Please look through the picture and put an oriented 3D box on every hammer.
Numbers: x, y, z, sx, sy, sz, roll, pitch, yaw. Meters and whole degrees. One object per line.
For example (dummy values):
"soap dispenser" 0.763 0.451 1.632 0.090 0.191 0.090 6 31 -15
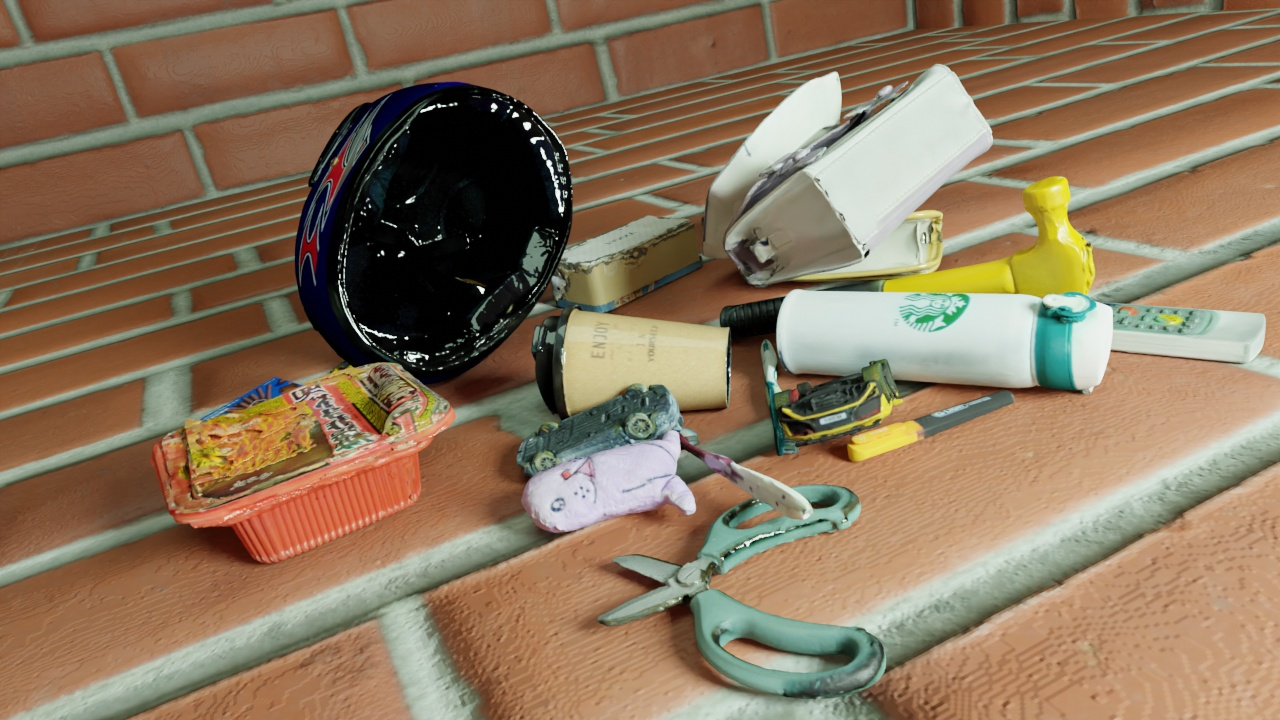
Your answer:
"hammer" 0.194 -0.049 0.721 0.302 0.129 0.032 -8 20 39

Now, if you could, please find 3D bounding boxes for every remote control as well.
"remote control" 0.371 -0.023 0.666 0.135 0.019 0.056 9 29 41

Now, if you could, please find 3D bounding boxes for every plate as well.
"plate" 0.129 -0.168 0.875 0.162 0.034 0.266 -42 -11 -7

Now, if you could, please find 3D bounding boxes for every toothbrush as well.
"toothbrush" 0.103 0.023 0.689 0.018 0.016 0.191 1 23 4
"toothbrush" 0.057 0.067 0.575 0.017 0.016 0.188 -8 11 -21

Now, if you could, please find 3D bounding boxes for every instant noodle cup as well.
"instant noodle cup" -0.233 0.071 0.645 0.188 0.079 0.165 -21 23 -25

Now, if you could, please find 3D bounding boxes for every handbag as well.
"handbag" 0.173 -0.147 0.759 0.196 0.098 0.145 -38 3 -30
"handbag" 0.223 -0.115 0.930 0.164 0.063 0.178 -1 9 22

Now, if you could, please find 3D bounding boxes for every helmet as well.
"helmet" -0.214 -0.113 0.890 0.241 0.247 0.314 -13 44 53

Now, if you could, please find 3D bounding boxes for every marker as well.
"marker" 0.191 0.041 0.601 0.123 0.015 0.018 -17 21 -13

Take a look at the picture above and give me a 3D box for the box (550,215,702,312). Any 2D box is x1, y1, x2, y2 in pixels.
"box" -0.012 -0.111 1.016 0.183 0.061 0.090 -25 26 -36

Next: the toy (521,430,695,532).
"toy" -0.021 0.081 0.574 0.108 0.039 0.083 -11 28 -3

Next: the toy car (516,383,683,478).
"toy car" -0.029 0.054 0.645 0.121 0.037 0.054 -21 24 8

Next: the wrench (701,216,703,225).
"wrench" 0.151 -0.165 1.079 0.056 0.016 0.274 -11 13 -26

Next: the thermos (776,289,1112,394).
"thermos" 0.212 -0.018 0.656 0.225 0.073 0.073 4 26 34

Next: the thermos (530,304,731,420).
"thermos" -0.004 0.004 0.696 0.143 0.093 0.092 1 24 10

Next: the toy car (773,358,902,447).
"toy car" 0.133 0.027 0.598 0.071 0.041 0.155 -17 -1 17

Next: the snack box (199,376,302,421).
"snack box" -0.307 0.055 0.780 0.157 0.026 0.084 10 36 42

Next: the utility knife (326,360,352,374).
"utility knife" -0.287 0.007 0.912 0.033 0.015 0.202 -4 24 23

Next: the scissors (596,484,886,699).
"scissors" 0.069 0.117 0.471 0.170 0.019 0.178 -19 24 -22
